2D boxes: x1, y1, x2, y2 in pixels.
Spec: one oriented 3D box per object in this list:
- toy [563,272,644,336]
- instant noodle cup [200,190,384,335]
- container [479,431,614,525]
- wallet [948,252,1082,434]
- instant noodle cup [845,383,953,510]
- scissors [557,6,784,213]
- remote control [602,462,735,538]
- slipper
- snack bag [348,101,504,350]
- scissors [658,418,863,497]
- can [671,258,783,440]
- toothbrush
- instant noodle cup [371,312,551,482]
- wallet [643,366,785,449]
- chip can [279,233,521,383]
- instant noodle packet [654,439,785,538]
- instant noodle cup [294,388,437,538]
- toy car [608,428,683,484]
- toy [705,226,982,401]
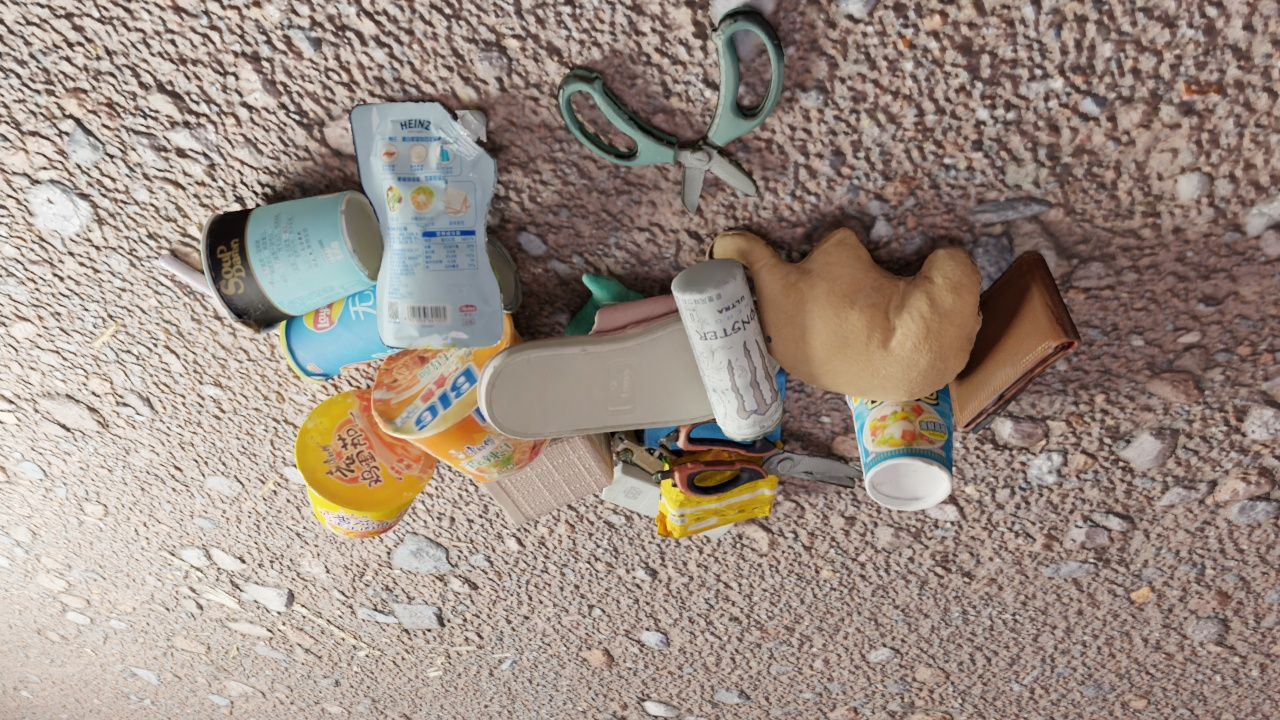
[{"bbox_3d":[-0.029,-0.037,0.819,0.096,0.030,0.092,24,139,-25],"label":"toy"},{"bbox_3d":[-0.277,-0.087,0.765,0.120,0.111,0.111,-13,132,12],"label":"instant noodle cup"},{"bbox_3d":[-0.091,0.092,0.908,0.111,0.090,0.090,-22,127,11],"label":"container"},{"bbox_3d":[0.290,-0.012,0.730,0.032,0.101,0.125,19,135,-12],"label":"wallet"},{"bbox_3d":[0.228,0.066,0.794,0.099,0.109,0.099,6,136,6],"label":"instant noodle cup"},{"bbox_3d":[0.035,-0.186,0.660,0.170,0.019,0.180,29,132,-16],"label":"scissors"},{"bbox_3d":[0.033,0.154,1.006,0.150,0.021,0.058,22,135,-12],"label":"remote control"},{"bbox_3d":[-0.005,0.005,0.782,0.274,0.054,0.114,-12,115,-17],"label":"slipper"},{"bbox_3d":[-0.164,-0.104,0.715,0.110,0.038,0.191,1,102,14],"label":"snack bag"},{"bbox_3d":[0.119,0.109,0.890,0.193,0.015,0.207,-34,122,1],"label":"scissors"},{"bbox_3d":[0.073,-0.008,0.742,0.058,0.058,0.147,-9,121,19],"label":"can"},{"bbox_3d":[-0.376,-0.043,0.886,0.189,0.029,0.021,38,89,-24],"label":"toothbrush"},{"bbox_3d":[-0.150,0.032,0.835,0.152,0.151,0.111,-14,139,23],"label":"instant noodle cup"},{"bbox_3d":[0.068,0.043,0.872,0.133,0.040,0.106,-1,135,1],"label":"wallet"},{"bbox_3d":[-0.211,-0.043,0.803,0.211,0.071,0.071,-18,130,20],"label":"chip can"},{"bbox_3d":[0.077,0.129,0.931,0.128,0.044,0.111,-10,132,-15],"label":"instant noodle packet"},{"bbox_3d":[-0.287,0.116,0.957,0.138,0.137,0.110,18,143,-8],"label":"instant noodle cup"},{"bbox_3d":[0.006,0.091,0.933,0.090,0.042,0.035,32,110,-28],"label":"toy car"},{"bbox_3d":[0.159,-0.038,0.744,0.226,0.082,0.143,10,108,2],"label":"toy"}]
